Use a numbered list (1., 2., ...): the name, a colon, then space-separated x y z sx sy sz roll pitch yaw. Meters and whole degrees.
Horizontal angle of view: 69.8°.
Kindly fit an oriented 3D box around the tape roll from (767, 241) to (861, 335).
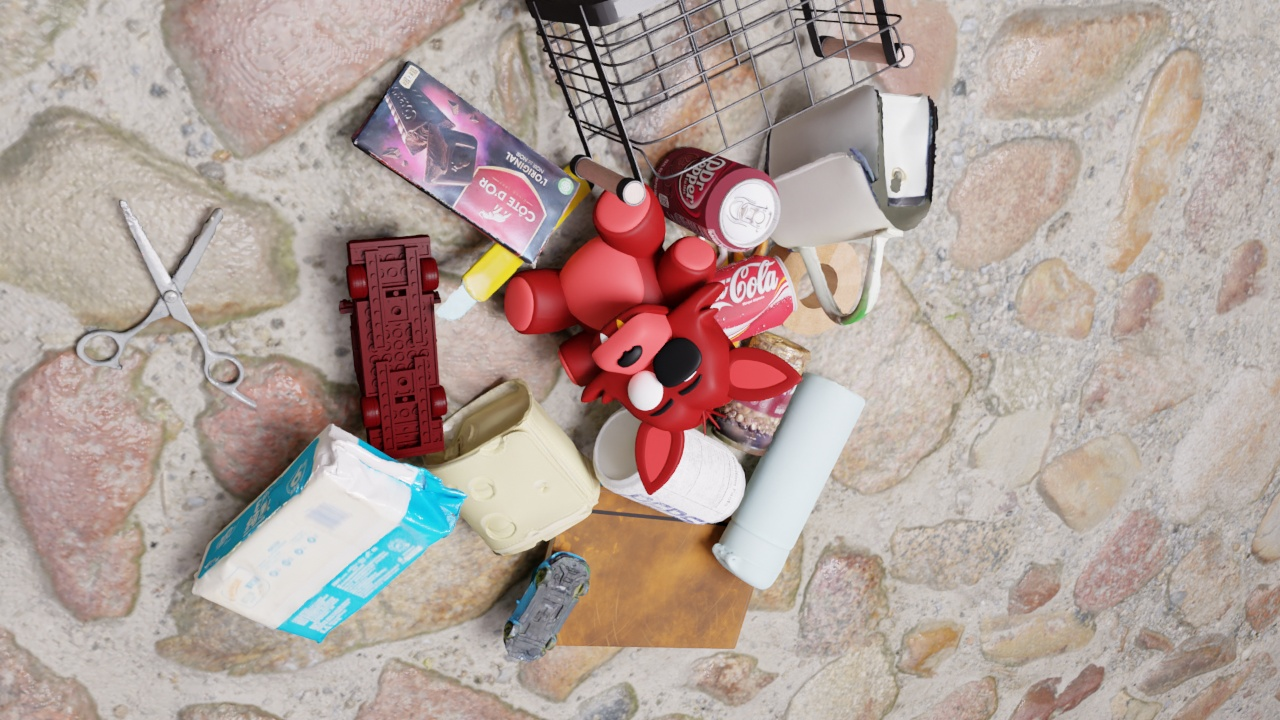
1. tape roll: 0.155 -0.072 0.841 0.093 0.027 0.094 -9 115 -21

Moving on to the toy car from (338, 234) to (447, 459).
1. toy car: -0.184 -0.013 0.688 0.070 0.062 0.170 -8 114 -22

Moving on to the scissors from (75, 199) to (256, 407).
1. scissors: -0.320 -0.032 0.647 0.141 0.014 0.171 -38 123 -2

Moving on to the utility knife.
1. utility knife: -0.092 -0.091 0.693 0.030 0.017 0.175 51 60 -23

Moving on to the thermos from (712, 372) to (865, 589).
1. thermos: 0.140 0.116 0.875 0.078 0.065 0.207 26 90 -39

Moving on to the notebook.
1. notebook: 0.010 0.194 0.882 0.249 0.014 0.178 11 101 -28

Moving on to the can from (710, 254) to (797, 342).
1. can: 0.075 -0.047 0.780 0.105 0.064 0.064 -20 119 -1

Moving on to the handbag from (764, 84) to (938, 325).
1. handbag: 0.156 -0.116 0.727 0.074 0.151 0.176 -1 92 -25

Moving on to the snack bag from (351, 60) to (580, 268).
1. snack bag: -0.123 -0.141 0.663 0.155 0.018 0.074 33 77 -21

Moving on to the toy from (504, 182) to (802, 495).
1. toy: 0.004 -0.019 0.698 0.159 0.197 0.120 -40 164 19

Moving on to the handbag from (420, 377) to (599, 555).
1. handbag: -0.106 0.093 0.760 0.111 0.081 0.119 -32 124 5

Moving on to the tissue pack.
1. tissue pack: -0.235 0.133 0.692 0.210 0.066 0.117 -39 124 24

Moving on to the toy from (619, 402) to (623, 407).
1. toy: -0.005 0.005 0.796 0.080 0.036 0.100 -17 115 -6

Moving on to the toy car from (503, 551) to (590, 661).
1. toy car: -0.085 0.216 0.815 0.048 0.032 0.105 27 95 -30

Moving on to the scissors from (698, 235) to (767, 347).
1. scissors: 0.073 -0.065 0.815 0.073 0.012 0.131 -2 114 -21

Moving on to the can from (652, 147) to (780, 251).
1. can: 0.058 -0.128 0.721 0.063 0.114 0.063 -9 115 -21

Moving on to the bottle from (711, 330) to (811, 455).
1. bottle: 0.111 0.029 0.846 0.056 0.056 0.105 16 103 -29

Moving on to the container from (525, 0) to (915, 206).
1. container: 0.053 -0.228 0.647 0.241 0.163 0.130 -29 120 -11

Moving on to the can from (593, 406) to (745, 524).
1. can: 0.027 0.094 0.802 0.136 0.078 0.078 30 96 -45
